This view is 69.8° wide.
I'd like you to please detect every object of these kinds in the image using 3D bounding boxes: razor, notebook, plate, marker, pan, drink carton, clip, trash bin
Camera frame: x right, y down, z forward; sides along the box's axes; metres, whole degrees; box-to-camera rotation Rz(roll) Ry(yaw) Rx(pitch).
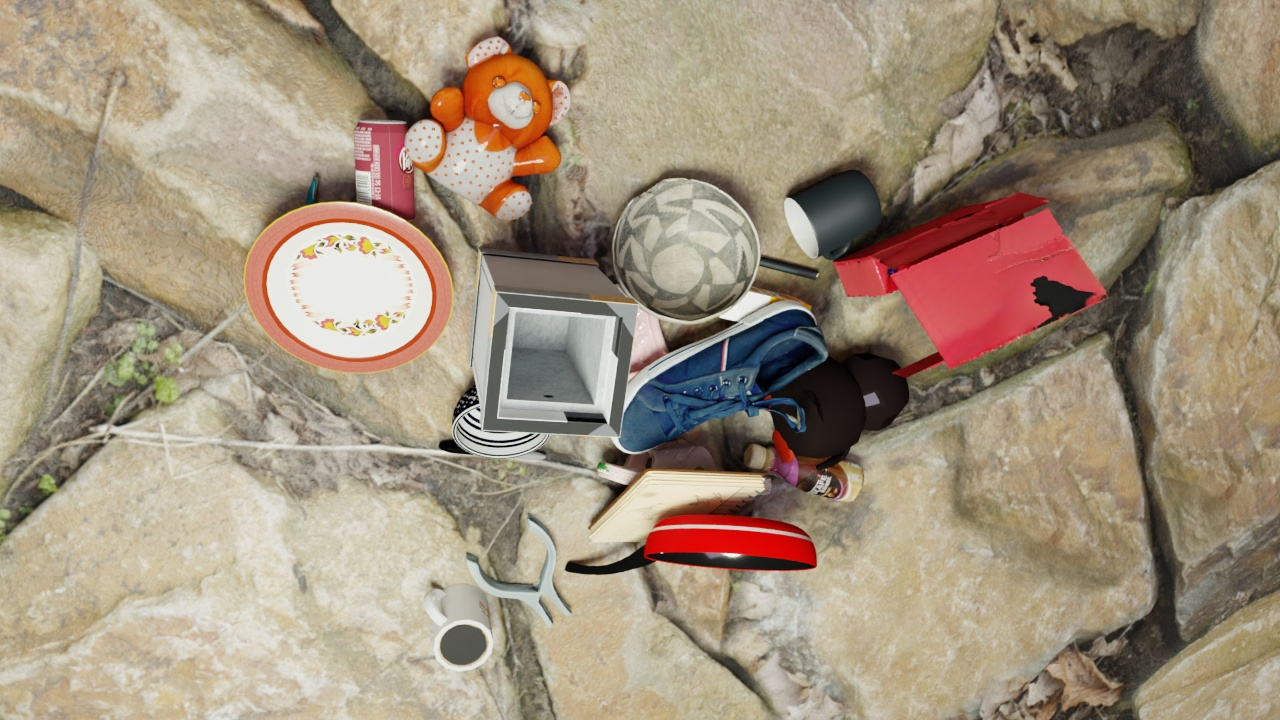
[{"bbox_3d":[0.166,-0.127,1.186,0.144,0.022,0.042,15,63,-21],"label":"razor"},{"bbox_3d":[0.046,0.189,1.166,0.167,0.226,0.024,5,61,-21],"label":"notebook"},{"bbox_3d":[-0.331,-0.082,1.053,0.229,0.021,0.230,-4,127,-6],"label":"plate"},{"bbox_3d":[-0.188,0.117,1.175,0.138,0.022,0.016,8,99,-15],"label":"marker"},{"bbox_3d":[0.049,0.241,1.165,0.208,0.357,0.067,27,62,-51],"label":"pan"},{"bbox_3d":[0.148,-0.070,1.178,0.122,0.058,0.040,11,104,-17],"label":"drink carton"},{"bbox_3d":[-0.132,0.270,1.234,0.174,0.030,0.159,40,96,-22],"label":"clip"},{"bbox_3d":[-0.108,-0.028,1.028,0.142,0.247,0.142,4,106,-15],"label":"trash bin"}]

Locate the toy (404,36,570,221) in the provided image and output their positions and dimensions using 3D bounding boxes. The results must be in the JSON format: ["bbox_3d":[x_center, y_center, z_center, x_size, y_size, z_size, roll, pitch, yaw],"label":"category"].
[{"bbox_3d":[-0.162,-0.260,1.026,0.163,0.093,0.172,30,96,-27],"label":"toy"}]

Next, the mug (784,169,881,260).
[{"bbox_3d":[0.246,-0.175,1.164,0.094,0.085,0.122,-26,139,-5],"label":"mug"}]

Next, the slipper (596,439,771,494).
[{"bbox_3d":[0.063,0.137,1.200,0.239,0.094,0.064,7,88,-20],"label":"slipper"}]

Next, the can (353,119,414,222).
[{"bbox_3d":[-0.286,-0.209,1.027,0.063,0.063,0.114,-1,107,-13],"label":"can"}]

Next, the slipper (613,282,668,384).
[{"bbox_3d":[-0.007,0.007,1.167,0.106,0.055,0.222,-12,109,-12],"label":"slipper"}]

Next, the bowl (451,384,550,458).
[{"bbox_3d":[-0.171,0.061,1.131,0.120,0.066,0.120,-5,141,-4],"label":"bowl"}]

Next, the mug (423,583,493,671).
[{"bbox_3d":[-0.242,0.337,1.194,0.073,0.089,0.105,-40,111,1],"label":"mug"}]

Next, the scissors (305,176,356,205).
[{"bbox_3d":[-0.366,-0.142,1.053,0.122,0.019,0.149,-22,116,-10],"label":"scissors"}]

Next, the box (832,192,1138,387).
[{"bbox_3d":[0.387,-0.115,1.085,0.211,0.318,0.121,-23,119,-8],"label":"box"}]

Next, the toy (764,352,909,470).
[{"bbox_3d":[0.270,0.049,1.200,0.184,0.140,0.159,-15,84,-17],"label":"toy"}]

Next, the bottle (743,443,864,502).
[{"bbox_3d":[0.223,0.150,1.265,0.166,0.059,0.060,16,102,-13],"label":"bottle"}]

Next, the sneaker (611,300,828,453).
[{"bbox_3d":[0.100,0.045,1.116,0.295,0.127,0.121,-30,123,5],"label":"sneaker"}]

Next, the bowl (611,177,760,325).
[{"bbox_3d":[0.051,-0.122,1.116,0.178,0.081,0.178,0,78,-2],"label":"bowl"}]
